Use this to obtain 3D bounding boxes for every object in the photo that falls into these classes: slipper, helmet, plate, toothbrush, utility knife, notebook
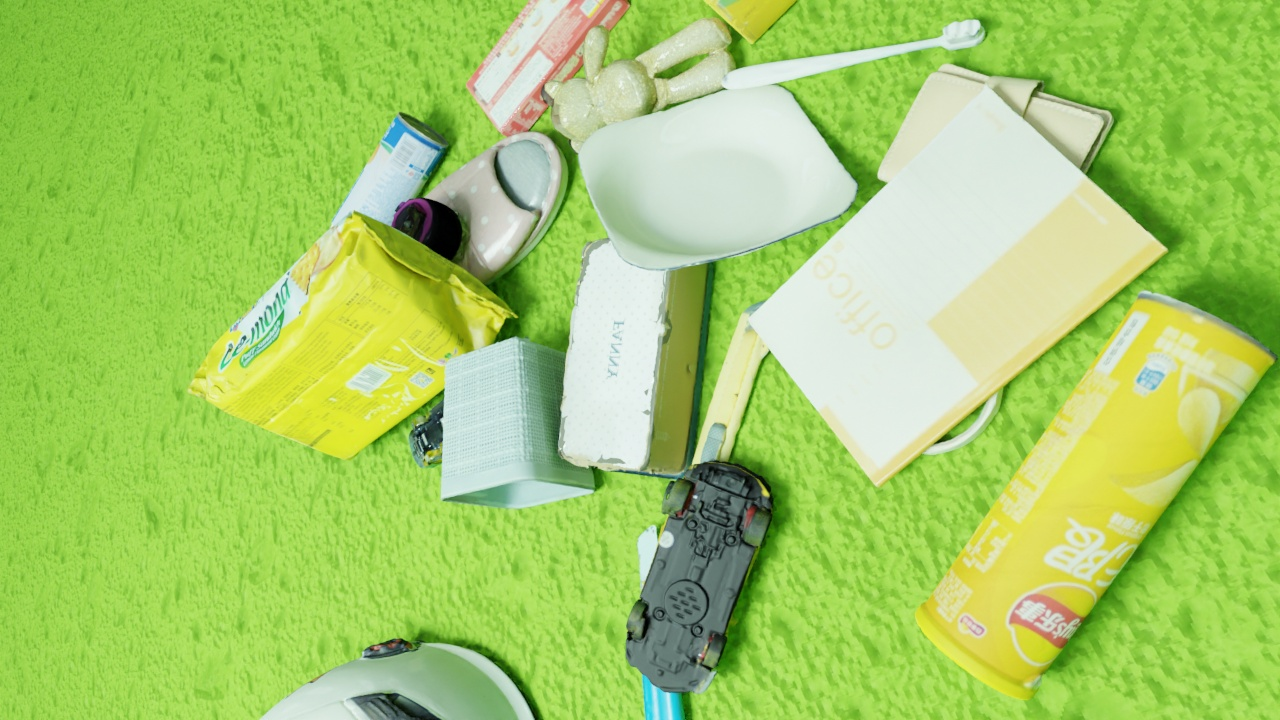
[{"bbox_3d":[-0.170,-0.094,0.795,0.275,0.054,0.114,-41,61,22],"label":"slipper"},{"bbox_3d":[-0.218,0.334,0.685,0.275,0.156,0.229,-27,67,28],"label":"helmet"},{"bbox_3d":[0.048,-0.120,0.627,0.163,0.034,0.164,-18,50,-3],"label":"plate"},{"bbox_3d":[0.137,-0.205,0.620,0.180,0.016,0.016,-2,78,29],"label":"toothbrush"},{"bbox_3d":[0.055,0.059,0.641,0.031,0.022,0.216,19,97,38],"label":"utility knife"},{"bbox_3d":[0.015,0.224,0.630,0.034,0.018,0.218,-15,74,33],"label":"utility knife"},{"bbox_3d":[0.176,-0.043,0.554,0.207,0.010,0.146,-45,61,21],"label":"notebook"}]

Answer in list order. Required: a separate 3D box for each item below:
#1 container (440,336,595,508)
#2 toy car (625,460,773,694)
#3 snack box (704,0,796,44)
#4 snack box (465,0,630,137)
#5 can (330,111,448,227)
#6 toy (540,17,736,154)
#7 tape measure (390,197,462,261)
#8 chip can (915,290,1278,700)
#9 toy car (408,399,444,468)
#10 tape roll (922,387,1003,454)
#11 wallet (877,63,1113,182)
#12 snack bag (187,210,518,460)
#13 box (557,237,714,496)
[{"bbox_3d":[-0.095,0.049,0.698,0.090,0.090,0.111,-17,69,31],"label":"container"},{"bbox_3d":[0.037,0.142,0.611,0.071,0.041,0.156,19,89,14],"label":"toy car"},{"bbox_3d":[0.074,-0.363,0.670,0.158,0.070,0.210,-41,61,21],"label":"snack box"},{"bbox_3d":[-0.082,-0.269,0.785,0.153,0.025,0.075,-46,58,18],"label":"snack box"},{"bbox_3d":[-0.236,-0.160,0.853,0.053,0.053,0.135,46,107,31],"label":"can"},{"bbox_3d":[-0.001,-0.212,0.704,0.158,0.066,0.105,-16,115,27],"label":"toy"},{"bbox_3d":[-0.176,-0.103,0.743,0.057,0.039,0.058,39,101,33],"label":"tape measure"},{"bbox_3d":[0.231,0.071,0.480,0.072,0.072,0.213,36,102,33],"label":"chip can"},{"bbox_3d":[-0.156,0.054,0.768,0.091,0.036,0.043,-39,61,23],"label":"toy car"},{"bbox_3d":[0.176,0.014,0.563,0.086,0.014,0.085,-7,77,34],"label":"tape roll"},{"bbox_3d":[0.214,-0.132,0.560,0.115,0.024,0.087,31,98,35],"label":"wallet"},{"bbox_3d":[-0.233,-0.006,0.750,0.247,0.158,0.068,-35,43,28],"label":"snack bag"},{"bbox_3d":[-0.004,0.004,0.662,0.090,0.062,0.184,5,86,35],"label":"box"}]
